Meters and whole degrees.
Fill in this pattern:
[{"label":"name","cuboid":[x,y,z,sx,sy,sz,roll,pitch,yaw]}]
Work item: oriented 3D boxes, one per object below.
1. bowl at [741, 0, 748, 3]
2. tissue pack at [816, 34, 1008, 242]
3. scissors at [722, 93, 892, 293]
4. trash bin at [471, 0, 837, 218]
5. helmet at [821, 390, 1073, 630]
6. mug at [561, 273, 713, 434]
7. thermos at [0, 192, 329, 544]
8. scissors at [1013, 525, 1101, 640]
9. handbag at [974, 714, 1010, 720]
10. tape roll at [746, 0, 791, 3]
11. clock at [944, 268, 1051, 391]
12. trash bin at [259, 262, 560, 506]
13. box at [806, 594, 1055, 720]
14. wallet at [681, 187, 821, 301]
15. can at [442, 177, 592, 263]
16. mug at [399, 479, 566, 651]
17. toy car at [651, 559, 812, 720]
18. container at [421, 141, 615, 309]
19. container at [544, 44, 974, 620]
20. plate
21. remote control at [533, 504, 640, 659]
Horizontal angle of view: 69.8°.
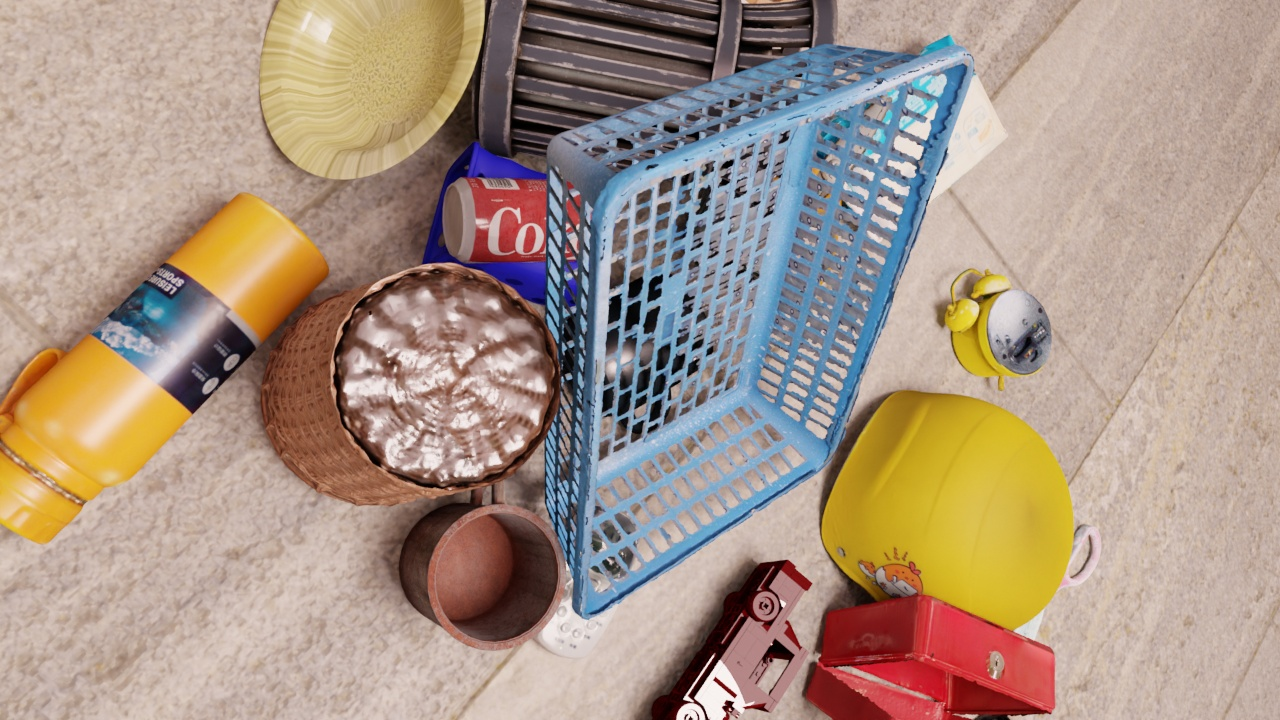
[{"label":"bowl","cuboid":[0.060,-0.258,0.770,0.115,0.063,0.115,3,82,-25]},{"label":"tissue pack","cuboid":[0.246,-0.204,0.851,0.208,0.066,0.117,-40,102,-22]},{"label":"scissors","cuboid":[0.161,-0.142,0.767,0.114,0.016,0.228,46,70,-4]},{"label":"trash bin","cuboid":[0.004,-0.199,0.658,0.227,0.164,0.164,10,79,-3]},{"label":"helmet","cuboid":[0.293,0.139,0.788,0.240,0.140,0.208,43,68,-15]},{"label":"mug","cuboid":[-0.004,0.004,0.705,0.094,0.085,0.122,-30,126,-24]},{"label":"thermos","cuboid":[-0.304,0.001,0.568,0.232,0.091,0.076,-53,134,-21]},{"label":"scissors","cuboid":[0.407,0.229,0.901,0.101,0.016,0.178,31,71,-19]},{"label":"handbag","cuboid":[0.333,0.412,0.827,0.195,0.072,0.176,-23,94,-36]},{"label":"tape roll","cuboid":[0.110,-0.336,0.823,0.094,0.027,0.094,3,82,-25]},{"label":"clock","cuboid":[0.339,-0.034,0.877,0.083,0.057,0.119,-38,100,-23]},{"label":"trash bin","cuboid":[-0.146,0.014,0.559,0.151,0.210,0.151,4,81,-25]},{"label":"box","cuboid":[0.239,0.260,0.756,0.157,0.137,0.126,23,80,-22]},{"label":"wallet","cuboid":[0.101,-0.126,0.784,0.100,0.054,0.131,33,67,-20]},{"label":"can","cuboid":[-0.075,-0.091,0.597,0.096,0.054,0.054,-4,85,-27]},{"label":"mug","cuboid":[-0.109,0.125,0.621,0.096,0.110,0.123,10,79,-29]},{"label":"toy car","cuboid":[0.075,0.238,0.712,0.062,0.070,0.169,41,68,-3]},{"label":"container","cuboid":[-0.087,-0.092,0.670,0.113,0.085,0.084,18,77,-23]},{"label":"container","cuboid":[0.045,-0.017,0.579,0.256,0.363,0.089,-27,54,-29]},{"label":"plate","cuboid":[-0.175,-0.207,0.624,0.036,0.185,0.184,19,71,-65]},{"label":"remote control","cuboid":[-0.042,0.166,0.690,0.060,0.028,0.114,31,71,-19]}]
